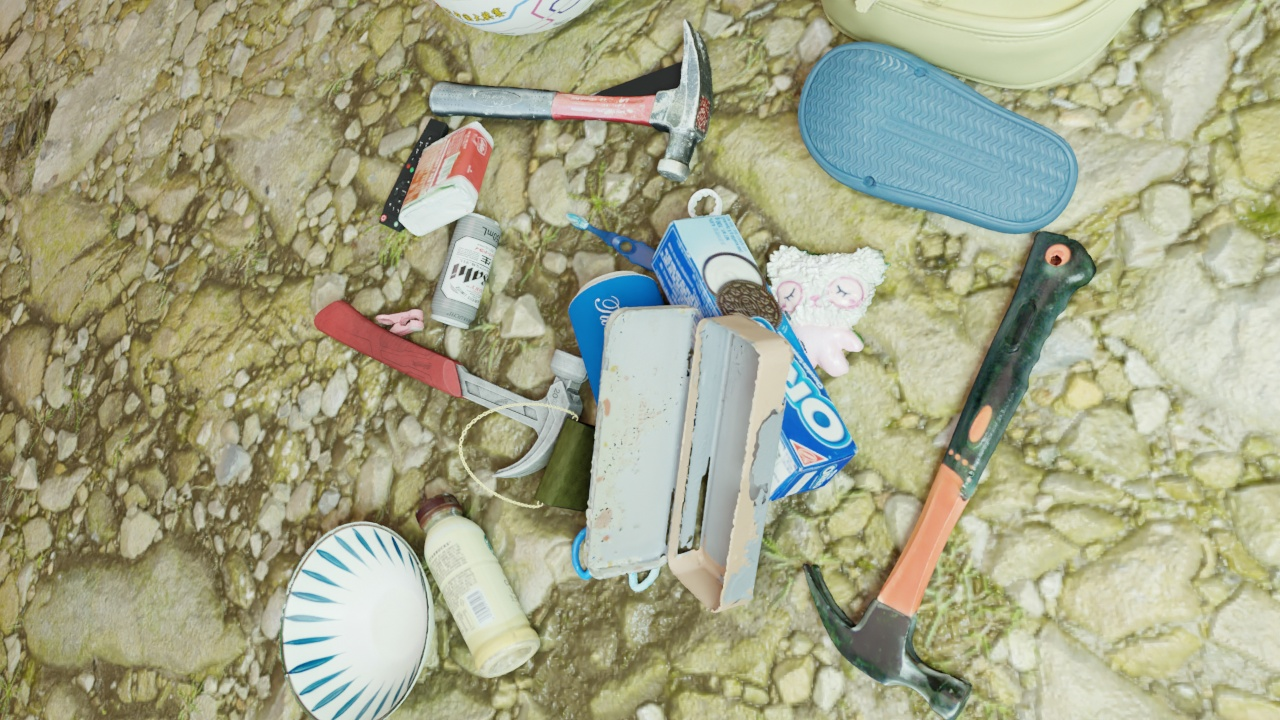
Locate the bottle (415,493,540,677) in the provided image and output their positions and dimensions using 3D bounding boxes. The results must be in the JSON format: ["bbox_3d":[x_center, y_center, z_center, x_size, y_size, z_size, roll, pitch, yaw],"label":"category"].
[{"bbox_3d":[-0.146,0.190,0.797,0.057,0.056,0.162,-42,61,14],"label":"bottle"}]

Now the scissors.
[{"bbox_3d":[-0.007,0.130,0.759,0.105,0.019,0.132,26,91,28],"label":"scissors"}]

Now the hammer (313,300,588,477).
[{"bbox_3d":[-0.196,0.010,0.871,0.316,0.036,0.126,21,91,27],"label":"hammer"}]

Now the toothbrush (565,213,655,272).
[{"bbox_3d":[-0.019,-0.106,0.824,0.132,0.016,0.021,31,96,32],"label":"toothbrush"}]

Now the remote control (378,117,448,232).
[{"bbox_3d":[-0.239,-0.197,0.974,0.039,0.010,0.124,26,91,32],"label":"remote control"}]

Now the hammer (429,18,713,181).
[{"bbox_3d":[-0.077,-0.255,0.885,0.327,0.036,0.140,13,85,32],"label":"hammer"}]

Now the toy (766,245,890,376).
[{"bbox_3d":[0.138,-0.039,0.705,0.096,0.041,0.109,2,80,30],"label":"toy"}]

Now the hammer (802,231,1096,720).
[{"bbox_3d":[0.227,0.065,0.636,0.133,0.033,0.333,26,90,33],"label":"hammer"}]

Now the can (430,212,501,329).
[{"bbox_3d":[-0.169,-0.087,0.887,0.044,0.044,0.106,13,84,31],"label":"can"}]

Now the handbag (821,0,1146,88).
[{"bbox_3d":[0.251,-0.298,0.680,0.191,0.088,0.233,-46,61,5],"label":"handbag"}]

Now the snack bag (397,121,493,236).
[{"bbox_3d":[-0.189,-0.179,0.901,0.077,0.036,0.115,-20,42,25],"label":"snack bag"}]

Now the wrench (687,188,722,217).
[{"bbox_3d":[0.087,-0.025,0.747,0.047,0.009,0.273,-26,66,22],"label":"wrench"}]

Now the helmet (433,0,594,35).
[{"bbox_3d":[-0.111,-0.465,0.838,0.231,0.236,0.314,20,87,29],"label":"helmet"}]

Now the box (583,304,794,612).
[{"bbox_3d":[0.031,0.075,0.652,0.105,0.096,0.216,31,122,46],"label":"box"}]

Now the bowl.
[{"bbox_3d":[-0.236,0.237,0.827,0.178,0.070,0.177,-8,73,28],"label":"bowl"}]

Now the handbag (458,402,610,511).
[{"bbox_3d":[-0.084,0.073,0.720,0.027,0.178,0.084,22,88,32],"label":"handbag"}]

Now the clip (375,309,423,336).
[{"bbox_3d":[-0.244,-0.032,0.929,0.058,0.022,0.037,-15,67,24],"label":"clip"}]

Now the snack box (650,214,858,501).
[{"bbox_3d":[0.080,-0.008,0.697,0.226,0.059,0.060,66,149,26],"label":"snack box"}]

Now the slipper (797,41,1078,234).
[{"bbox_3d":[0.214,-0.159,0.684,0.214,0.059,0.104,31,102,18],"label":"slipper"}]

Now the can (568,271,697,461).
[{"bbox_3d":[-0.004,0.004,0.751,0.079,0.079,0.146,-28,65,21],"label":"can"}]
